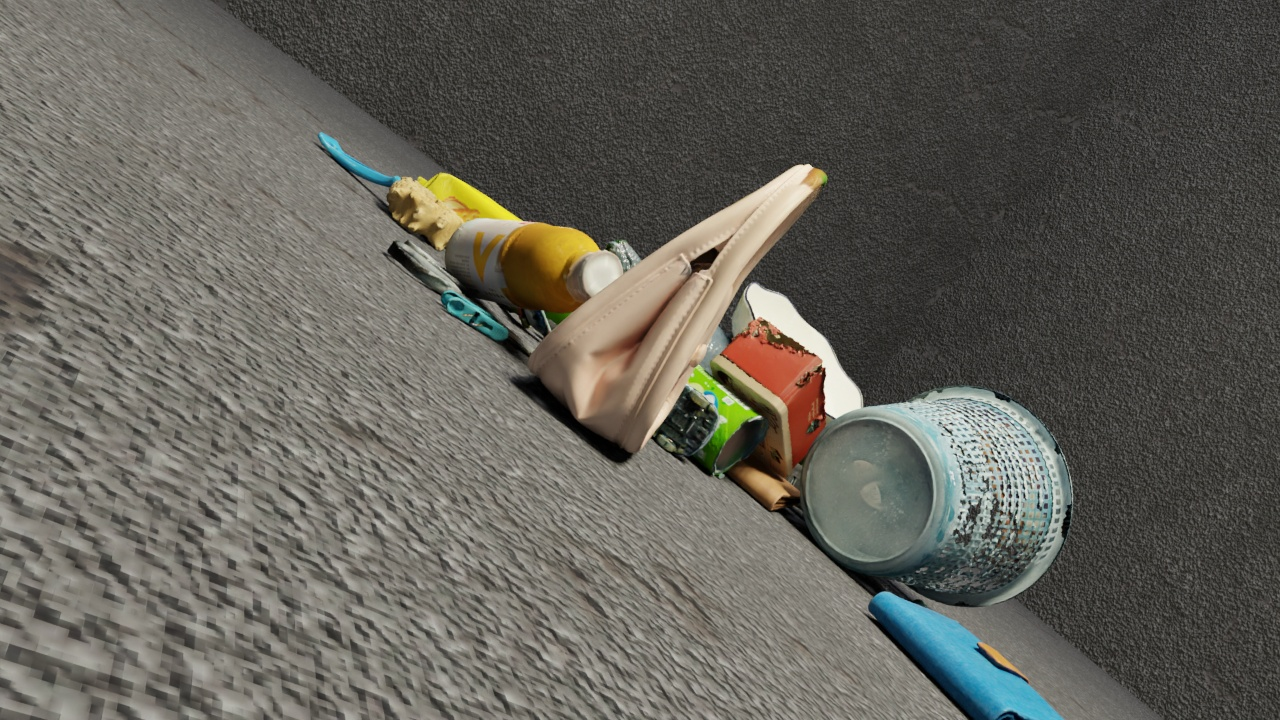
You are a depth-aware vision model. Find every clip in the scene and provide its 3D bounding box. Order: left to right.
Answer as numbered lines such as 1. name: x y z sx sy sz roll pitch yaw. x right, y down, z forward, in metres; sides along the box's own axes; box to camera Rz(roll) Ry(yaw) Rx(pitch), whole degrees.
1. clip: -0.120 -0.032 0.662 0.056 0.014 0.041 32 6 -42

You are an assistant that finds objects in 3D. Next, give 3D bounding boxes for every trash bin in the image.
1. trash bin: 0.265 0.126 0.882 0.194 0.227 0.226 10 23 -46

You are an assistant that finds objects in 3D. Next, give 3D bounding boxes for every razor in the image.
1. razor: -0.123 -0.059 0.861 0.143 0.022 0.043 36 -32 55

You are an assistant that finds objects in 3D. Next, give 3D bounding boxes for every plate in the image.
1. plate: 0.175 0.004 1.037 0.205 0.046 0.204 38 26 -23

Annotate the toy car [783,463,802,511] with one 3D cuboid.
1. toy car: 0.162 0.131 0.971 0.090 0.042 0.035 31 -16 1

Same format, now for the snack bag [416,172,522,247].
1. snack bag: -0.138 -0.113 1.014 0.246 0.068 0.158 40 6 25

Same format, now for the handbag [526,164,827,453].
1. handbag: 0.040 -0.049 0.644 0.093 0.234 0.193 43 6 4

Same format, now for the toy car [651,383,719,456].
1. toy car: 0.010 0.030 0.768 0.120 0.054 0.036 37 7 9

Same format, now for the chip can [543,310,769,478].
1. chip can: 0.009 0.009 0.849 0.236 0.072 0.072 40 5 26

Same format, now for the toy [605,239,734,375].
1. toy: 0.079 -0.005 1.034 0.092 0.137 0.356 -16 -39 44

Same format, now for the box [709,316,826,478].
1. box: 0.129 0.032 0.874 0.091 0.079 0.168 39 -16 27

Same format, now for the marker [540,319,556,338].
1. marker: -0.043 0.006 0.826 0.131 0.018 0.023 40 -24 23

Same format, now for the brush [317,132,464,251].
1. brush: -0.269 -0.185 0.960 0.255 0.046 0.083 35 7 34

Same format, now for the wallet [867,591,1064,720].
1. wallet: 0.239 0.225 0.665 0.106 0.040 0.133 29 9 -33

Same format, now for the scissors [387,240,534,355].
1. scissors: -0.122 -0.039 0.720 0.172 0.014 0.145 34 7 -41

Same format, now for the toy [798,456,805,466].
1. toy: 0.203 0.111 1.105 0.227 0.090 0.246 27 19 -3

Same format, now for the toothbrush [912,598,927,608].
1. toothbrush: 0.267 0.245 0.804 0.018 0.016 0.191 47 4 -1

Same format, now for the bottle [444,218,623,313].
1. bottle: -0.084 -0.073 0.714 0.068 0.068 0.190 33 -12 -39

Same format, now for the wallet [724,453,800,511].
1. wallet: 0.109 0.108 0.903 0.101 0.020 0.115 39 9 23
